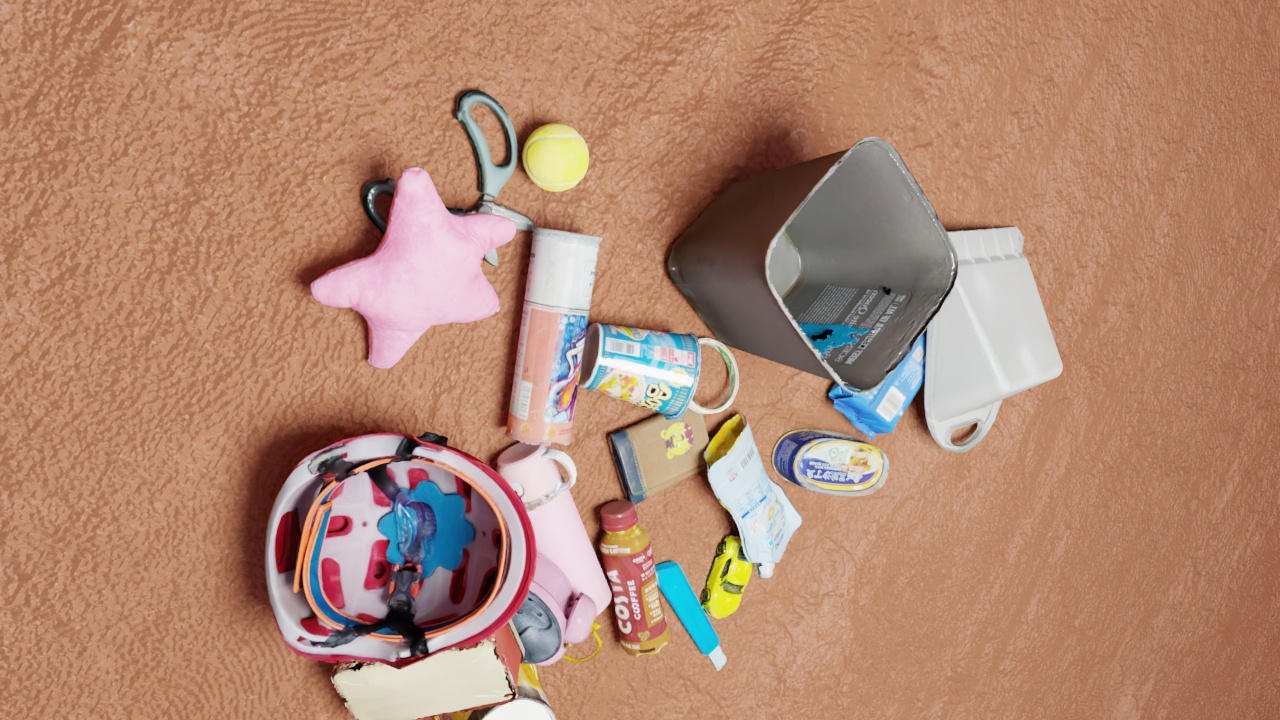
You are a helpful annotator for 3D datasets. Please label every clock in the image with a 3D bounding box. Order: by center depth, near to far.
[{"bbox_3d":[-0.110,0.260,0.944,0.158,0.059,0.117,39,126,-5],"label":"clock"}]

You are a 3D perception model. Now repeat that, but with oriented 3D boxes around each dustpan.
[{"bbox_3d":[0.425,-0.022,1.183,0.222,0.143,0.257,-10,77,-42],"label":"dustpan"}]

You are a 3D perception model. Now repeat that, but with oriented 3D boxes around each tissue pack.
[{"bbox_3d":[0.303,0.014,1.140,0.095,0.052,0.157,38,83,-29],"label":"tissue pack"}]

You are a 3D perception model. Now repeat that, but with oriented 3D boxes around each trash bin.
[{"bbox_3d":[0.164,-0.096,0.951,0.198,0.220,0.198,-48,115,-17],"label":"trash bin"}]

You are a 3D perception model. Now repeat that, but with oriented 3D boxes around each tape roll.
[{"bbox_3d":[0.074,0.017,1.038,0.085,0.014,0.085,5,80,-32],"label":"tape roll"}]

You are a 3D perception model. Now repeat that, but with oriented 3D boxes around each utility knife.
[{"bbox_3d":[0.064,0.310,1.102,0.034,0.018,0.179,-29,113,-3],"label":"utility knife"}]

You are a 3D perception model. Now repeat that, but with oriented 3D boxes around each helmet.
[{"bbox_3d":[-0.211,0.165,0.853,0.240,0.144,0.207,2,93,-1],"label":"helmet"}]

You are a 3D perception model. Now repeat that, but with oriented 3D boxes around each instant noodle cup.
[{"bbox_3d":[-0.148,0.366,0.956,0.118,0.114,0.118,-5,102,-26],"label":"instant noodle cup"},{"bbox_3d":[-0.006,0.006,0.970,0.110,0.099,0.099,14,94,-21],"label":"instant noodle cup"}]

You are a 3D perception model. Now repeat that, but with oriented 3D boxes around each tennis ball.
[{"bbox_3d":[-0.083,-0.200,0.904,0.065,0.065,0.065,-5,102,-25],"label":"tennis ball"}]

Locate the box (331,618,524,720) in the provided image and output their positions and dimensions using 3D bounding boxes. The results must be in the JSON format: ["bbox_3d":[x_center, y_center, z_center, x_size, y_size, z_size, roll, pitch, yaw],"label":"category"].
[{"bbox_3d":[-0.206,0.300,0.892,0.168,0.077,0.091,-13,117,7],"label":"box"}]

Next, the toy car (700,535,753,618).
[{"bbox_3d":[0.109,0.263,1.107,0.048,0.032,0.105,17,94,-28],"label":"toy car"}]

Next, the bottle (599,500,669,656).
[{"bbox_3d":[-0.010,0.243,1.031,0.057,0.057,0.175,-18,107,-22],"label":"bottle"}]

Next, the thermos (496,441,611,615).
[{"bbox_3d":[-0.084,0.179,0.969,0.067,0.087,0.199,-51,127,-57],"label":"thermos"}]

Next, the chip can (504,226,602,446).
[{"bbox_3d":[-0.090,-0.024,0.932,0.071,0.071,0.215,6,98,-27],"label":"chip can"}]

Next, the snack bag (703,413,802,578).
[{"bbox_3d":[0.134,0.163,1.081,0.191,0.039,0.110,63,38,-27],"label":"snack bag"}]

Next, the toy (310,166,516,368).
[{"bbox_3d":[-0.203,-0.072,0.863,0.195,0.074,0.178,-50,135,11],"label":"toy"}]

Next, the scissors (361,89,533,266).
[{"bbox_3d":[-0.176,-0.182,0.889,0.170,0.019,0.179,10,95,-26],"label":"scissors"}]

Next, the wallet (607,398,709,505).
[{"bbox_3d":[0.025,0.103,1.036,0.115,0.033,0.090,-23,108,-24],"label":"wallet"}]

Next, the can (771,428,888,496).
[{"bbox_3d":[0.236,0.126,1.131,0.148,0.049,0.074,10,96,-27],"label":"can"}]
